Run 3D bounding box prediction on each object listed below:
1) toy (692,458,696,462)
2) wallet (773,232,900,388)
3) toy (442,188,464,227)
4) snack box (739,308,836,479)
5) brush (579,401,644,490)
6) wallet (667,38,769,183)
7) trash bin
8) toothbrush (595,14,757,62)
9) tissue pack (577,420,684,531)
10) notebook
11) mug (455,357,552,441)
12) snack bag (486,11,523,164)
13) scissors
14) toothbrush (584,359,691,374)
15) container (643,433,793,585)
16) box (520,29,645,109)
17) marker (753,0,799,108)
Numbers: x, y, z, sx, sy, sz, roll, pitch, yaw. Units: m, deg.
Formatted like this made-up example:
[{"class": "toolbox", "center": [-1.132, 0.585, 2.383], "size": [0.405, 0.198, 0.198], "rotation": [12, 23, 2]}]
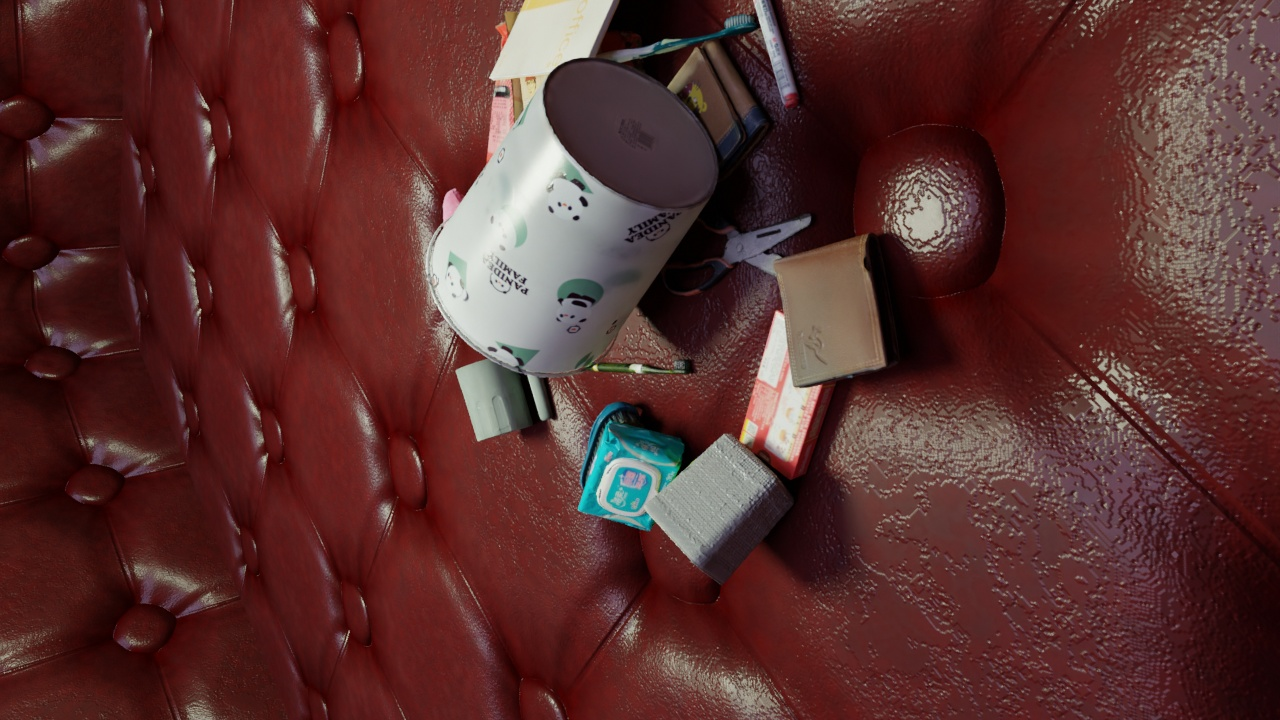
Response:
[{"class": "toy", "center": [0.066, 0.149, 1.009], "size": [0.097, 0.031, 0.100], "rotation": [25, 119, 46]}, {"class": "wallet", "center": [0.169, -0.042, 0.807], "size": [0.101, 0.032, 0.124], "rotation": [-17, 75, 42]}, {"class": "toy", "center": [-0.236, -0.144, 1.260], "size": [0.179, 0.074, 0.194], "rotation": [-15, 85, 53]}, {"class": "snack box", "center": [0.146, 0.032, 0.885], "size": [0.075, 0.025, 0.153], "rotation": [36, 126, 39]}, {"class": "brush", "center": [-0.039, 0.106, 1.107], "size": [0.073, 0.055, 0.144], "rotation": [-117, 37, -48]}, {"class": "wallet", "center": [0.072, -0.245, 0.896], "size": [0.090, 0.033, 0.115], "rotation": [-45, 62, 47]}, {"class": "trash bin", "center": [-0.066, -0.144, 0.916], "size": [0.253, 0.229, 0.229], "rotation": [-48, 63, 46]}, {"class": "toothbrush", "center": [0.019, -0.306, 0.888], "size": [0.192, 0.016, 0.018], "rotation": [-6, 83, 21]}, {"class": "tissue pack", "center": [-0.012, 0.135, 1.047], "size": [0.050, 0.093, 0.134], "rotation": [-84, 11, -55]}, {"class": "notebook", "center": [-0.082, -0.363, 0.960], "size": [0.206, 0.010, 0.146], "rotation": [20, 86, 53]}, {"class": "mug", "center": [-0.183, 0.046, 1.251], "size": [0.124, 0.083, 0.103], "rotation": [-17, 87, 26]}, {"class": "snack bag", "center": [-0.159, -0.310, 1.121], "size": [0.128, 0.073, 0.208], "rotation": [-133, 42, -72]}, {"class": "scissors", "center": [0.084, -0.117, 0.926], "size": [0.226, 0.015, 0.189], "rotation": [54, 135, 27]}, {"class": "toothbrush", "center": [-0.006, 0.006, 1.072], "size": [0.186, 0.012, 0.017], "rotation": [1, 95, 50]}, {"class": "container", "center": [0.082, 0.145, 0.911], "size": [0.114, 0.090, 0.090], "rotation": [-45, 56, -2]}, {"class": "box", "center": [-0.060, -0.308, 1.011], "size": [0.169, 0.078, 0.091], "rotation": [9, 107, 55]}, {"class": "marker", "center": [0.119, -0.300, 0.835], "size": [0.017, 0.017, 0.145], "rotation": [-20, 85, 51]}]
